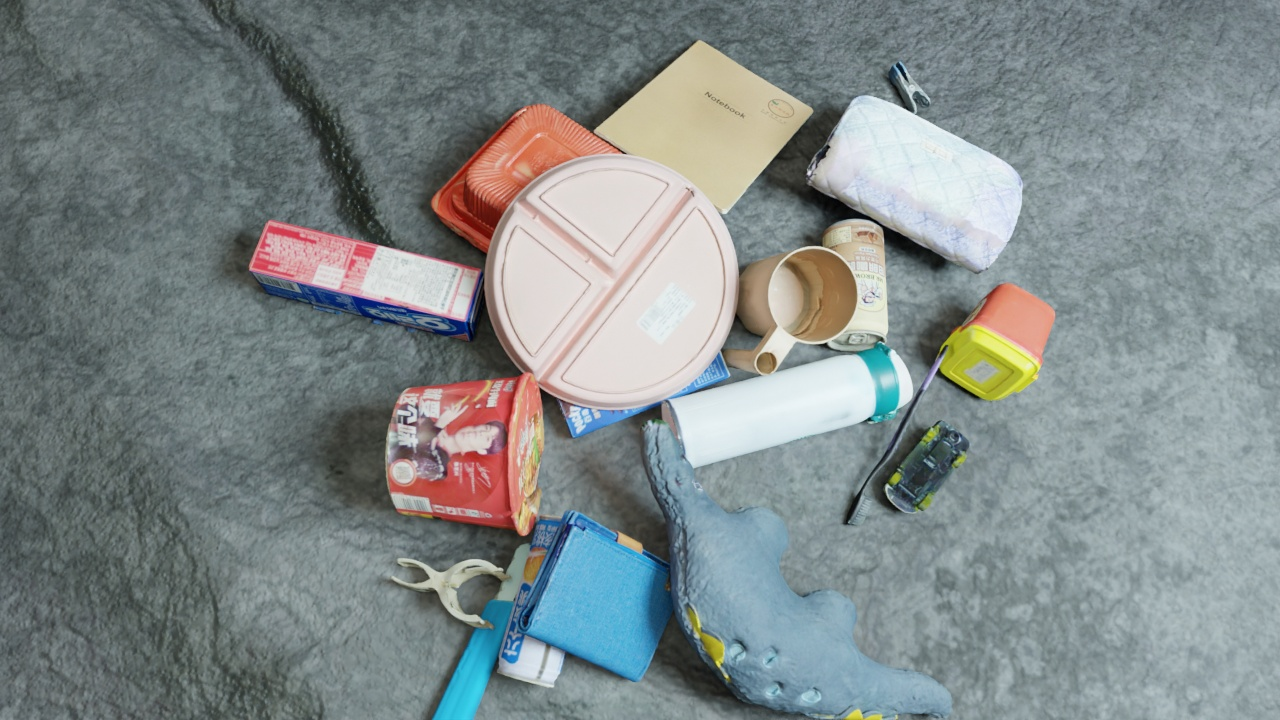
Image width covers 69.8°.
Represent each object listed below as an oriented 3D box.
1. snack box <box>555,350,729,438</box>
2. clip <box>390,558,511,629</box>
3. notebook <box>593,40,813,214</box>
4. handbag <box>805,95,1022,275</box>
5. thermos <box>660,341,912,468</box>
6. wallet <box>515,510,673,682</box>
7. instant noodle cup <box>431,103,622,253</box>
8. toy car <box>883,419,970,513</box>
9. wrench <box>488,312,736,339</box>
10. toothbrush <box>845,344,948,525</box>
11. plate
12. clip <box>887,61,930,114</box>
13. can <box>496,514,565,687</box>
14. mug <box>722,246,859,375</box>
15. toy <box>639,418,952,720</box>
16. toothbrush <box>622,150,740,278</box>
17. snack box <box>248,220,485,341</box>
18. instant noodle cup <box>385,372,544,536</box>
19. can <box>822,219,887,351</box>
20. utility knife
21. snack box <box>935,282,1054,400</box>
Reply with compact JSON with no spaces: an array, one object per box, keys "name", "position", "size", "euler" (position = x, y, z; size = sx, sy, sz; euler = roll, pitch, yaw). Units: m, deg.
[{"name":"snack box","position":[-0.005,0.005,0.848],"size":[0.157,0.026,0.084],"euler":[-21,86,-8]},{"name":"clip","position":[-0.155,0.182,0.783],"size":[0.103,0.035,0.092],"euler":[34,76,25]},{"name":"notebook","position":[0.068,-0.237,0.906],"size":[0.148,0.008,0.207],"euler":[34,53,8]},{"name":"handbag","position":[0.265,-0.175,0.884],"size":[0.194,0.076,0.133],"euler":[28,52,4]},{"name":"thermos","position":[0.135,0.043,0.832],"size":[0.224,0.073,0.073],"euler":[-14,74,-8]},{"name":"wallet","position":[-0.030,0.195,0.758],"size":[0.133,0.040,0.106],"euler":[35,70,-34]},{"name":"instant noodle cup","position":[-0.087,-0.162,0.876],"size":[0.189,0.079,0.164],"euler":[34,71,9]},{"name":"toy car","position":[0.259,0.099,0.836],"size":[0.042,0.035,0.090],"euler":[40,80,11]},{"name":"wrench","position":[-0.009,-0.055,0.879],"size":[0.273,0.016,0.056],"euler":[-6,77,-5]},{"name":"toothbrush","position":[0.237,0.069,0.836],"size":[0.017,0.014,0.189],"euler":[30,87,-5]},{"name":"plate","position":[-0.022,-0.070,0.811],"size":[0.229,0.028,0.229],"euler":[0,91,-8]},{"name":"clip","position":[0.280,-0.285,0.965],"size":[0.031,0.025,0.057],"euler":[-32,83,-7]},{"name":"can","position":[-0.079,0.202,0.776],"size":[0.053,0.053,0.134],"euler":[15,72,1]},{"name":"mug","position":[0.126,-0.041,0.830],"size":[0.084,0.103,0.124],"euler":[36,85,-12]},{"name":"toy","position":[0.102,0.203,0.759],"size":[0.356,0.091,0.137],"euler":[46,70,-1]},{"name":"toothbrush","position":[0.042,-0.152,0.915],"size":[0.017,0.014,0.189],"euler":[-34,78,-25]},{"name":"snack box","position":[-0.248,-0.072,0.851],"size":[0.207,0.057,0.058],"euler":[13,70,1]},{"name":"instant noodle cup","position":[-0.146,0.077,0.774],"size":[0.108,0.138,0.137],"euler":[1,72,4]},{"name":"can","position":[0.204,-0.071,0.874],"size":[0.058,0.058,0.116],"euler":[3,73,-2]},{"name":"utility knife","position":[-0.133,0.245,0.778],"size":[0.034,0.018,0.198],"euler":[16,70,20]},{"name":"snack box","position":[0.333,-0.018,0.849],"size":[0.082,0.091,0.080],"euler":[34,67,8]}]
